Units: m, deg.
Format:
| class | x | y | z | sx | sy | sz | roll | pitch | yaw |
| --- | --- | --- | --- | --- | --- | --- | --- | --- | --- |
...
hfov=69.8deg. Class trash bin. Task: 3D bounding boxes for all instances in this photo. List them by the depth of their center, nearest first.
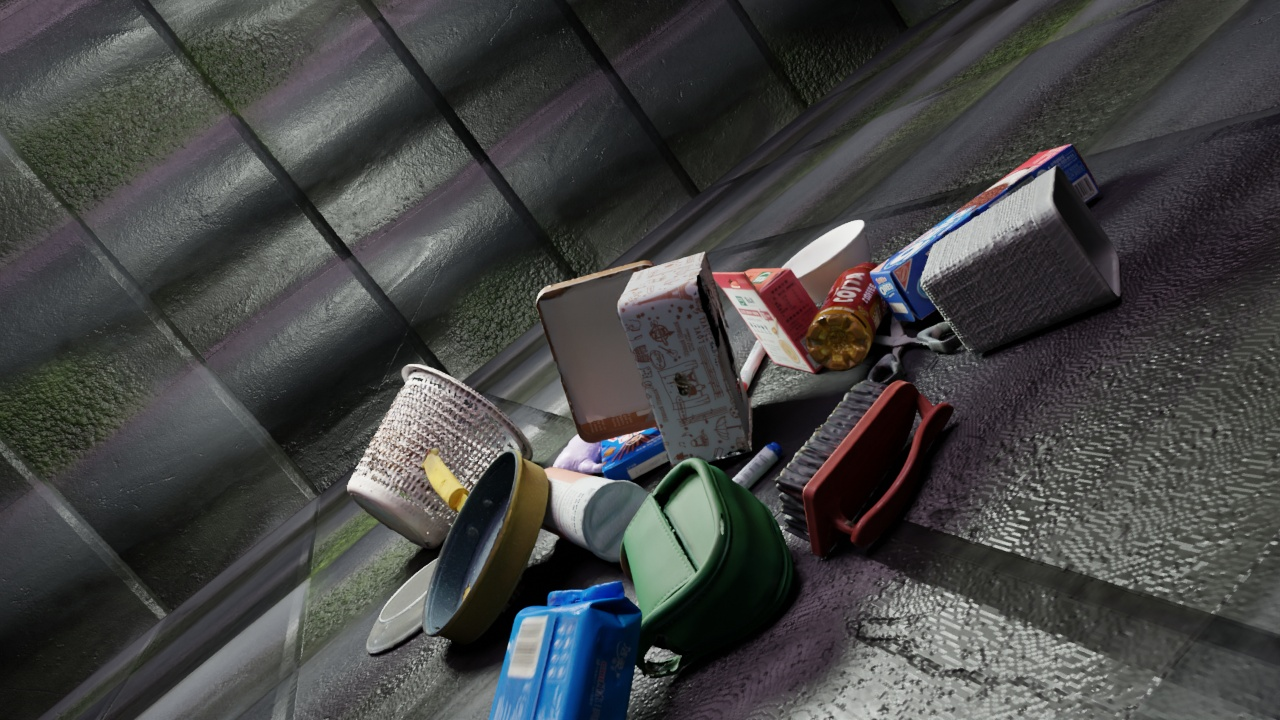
| class | x | y | z | sx | sy | sz | roll | pitch | yaw |
| --- | --- | --- | --- | --- | --- | --- | --- | --- | --- |
| trash bin | -0.296 | 0.147 | 1.295 | 0.191 | 0.227 | 0.228 | -56 | 19 | -24 |

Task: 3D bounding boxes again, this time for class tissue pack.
| class | x | y | z | sx | sy | sz | roll | pitch | yaw |
| --- | --- | --- | --- | --- | --- | --- | --- | --- | --- |
| tissue pack | -0.050 | 0.217 | 0.566 | 0.095 | 0.052 | 0.156 | -21 | 49 | 48 |

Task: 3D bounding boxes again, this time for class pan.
| class | x | y | z | sx | sy | sz | roll | pitch | yaw |
| --- | --- | --- | --- | --- | --- | --- | --- | --- | --- |
| pan | -0.191 | 0.164 | 0.987 | 0.197 | 0.078 | 0.357 | -61 | 18 | 1 |

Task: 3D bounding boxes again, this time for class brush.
| class | x | y | z | sx | sy | sz | roll | pitch | yaw |
| --- | --- | --- | --- | --- | --- | --- | --- | --- | --- |
| brush | 0.157 | 0.066 | 0.624 | 0.069 | 0.063 | 0.145 | 17 | 46 | 37 |

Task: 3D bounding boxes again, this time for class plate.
| class | x | y | z | sx | sy | sz | roll | pitch | yaw |
| --- | --- | --- | --- | --- | --- | --- | --- | --- | --- |
| plate | -0.259 | 0.275 | 1.092 | 0.179 | 0.024 | 0.179 | -35 | 12 | 9 |

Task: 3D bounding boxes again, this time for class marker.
| class | x | y | z | sx | sy | sz | roll | pitch | yaw |
| --- | --- | --- | --- | --- | --- | --- | --- | --- | --- |
| marker | 0.067 | 0.120 | 0.767 | 0.145 | 0.017 | 0.017 | -41 | 13 | -19 |
| marker | 0.122 | 0.011 | 1.025 | 0.017 | 0.017 | 0.144 | -29 | 14 | 33 |

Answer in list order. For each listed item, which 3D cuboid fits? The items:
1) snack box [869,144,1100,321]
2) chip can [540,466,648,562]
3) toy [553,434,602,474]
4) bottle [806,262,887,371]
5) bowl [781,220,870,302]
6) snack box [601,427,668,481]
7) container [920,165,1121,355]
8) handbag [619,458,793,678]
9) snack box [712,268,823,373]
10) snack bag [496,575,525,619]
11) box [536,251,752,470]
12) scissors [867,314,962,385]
| class | x | y | z | sx | sy | sz | roll | pitch | yaw |
| --- | --- | --- | --- | --- | --- | --- | --- | --- | --- |
| snack box | 0.313 | -0.115 | 0.840 | 0.207 | 0.057 | 0.058 | -35 | 8 | -2 |
| chip can | -0.058 | 0.145 | 0.895 | 0.071 | 0.071 | 0.215 | -41 | 12 | -19 |
| toy | -0.066 | 0.113 | 1.125 | 0.084 | 0.039 | 0.107 | -12 | 19 | 24 |
| bottle | 0.205 | -0.049 | 0.885 | 0.058 | 0.057 | 0.174 | -29 | 10 | 32 |
| bowl | 0.220 | -0.099 | 1.046 | 0.118 | 0.065 | 0.118 | -36 | 11 | 8 |
| snack box | -0.002 | 0.090 | 1.032 | 0.084 | 0.026 | 0.157 | -28 | 13 | 3 |
| container | 0.285 | -0.071 | 0.699 | 0.115 | 0.090 | 0.090 | -31 | 12 | 37 |
| handbag | 0.036 | 0.140 | 0.629 | 0.120 | 0.068 | 0.131 | -49 | 22 | 16 |
| snack box | 0.140 | -0.053 | 0.948 | 0.044 | 0.127 | 0.113 | -38 | 13 | -7 |
| snack bag | -0.134 | 0.221 | 0.930 | 0.048 | 0.026 | 0.104 | -48 | 11 | 2 |
| box | -0.006 | 0.005 | 0.900 | 0.193 | 0.183 | 0.156 | -15 | 16 | 11 |
| scissors | 0.234 | -0.014 | 0.820 | 0.159 | 0.014 | 0.171 | -43 | 11 | -36 |
